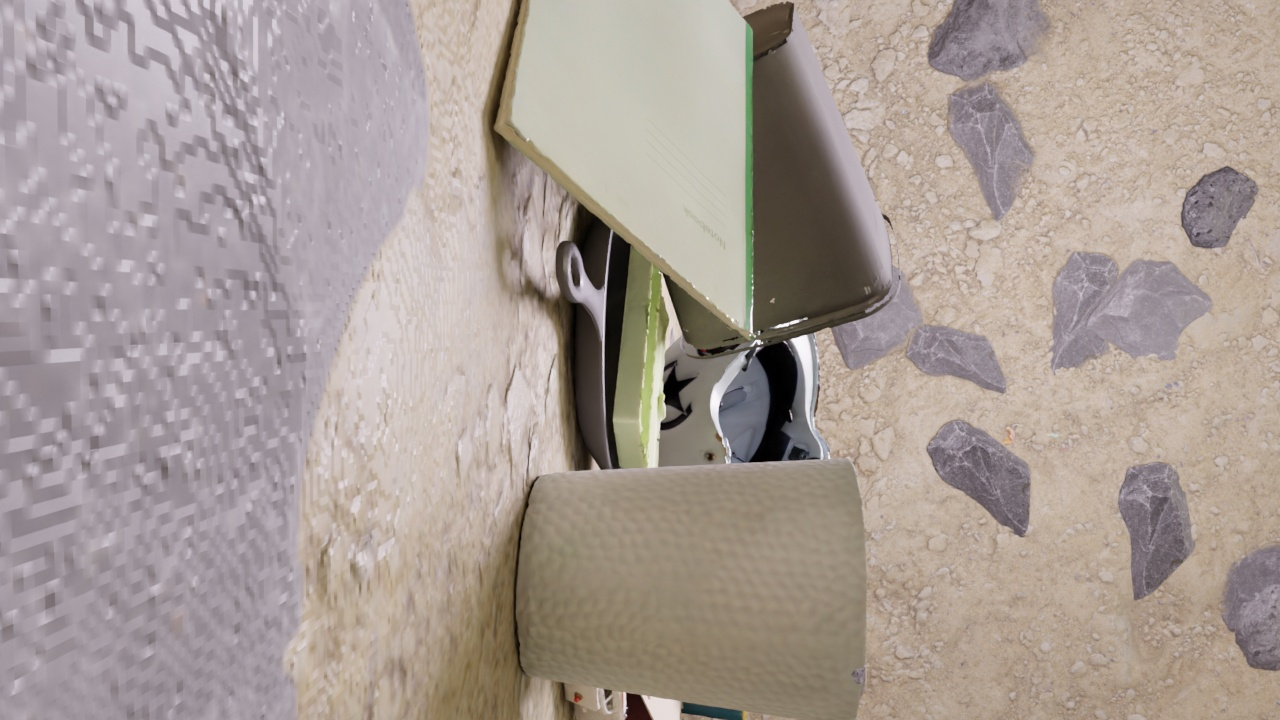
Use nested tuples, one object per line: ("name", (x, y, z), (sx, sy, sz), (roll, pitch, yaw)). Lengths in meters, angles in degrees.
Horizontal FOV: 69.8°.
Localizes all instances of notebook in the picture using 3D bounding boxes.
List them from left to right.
("notebook", (0.009, -0.156, 0.487), (0.182, 0.010, 0.252), (37, 45, -39))

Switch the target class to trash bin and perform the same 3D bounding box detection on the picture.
("trash bin", (0.026, 0.114, 0.476), (0.133, 0.161, 0.133), (4, 88, -85))
("trash bin", (0.091, -0.155, 0.775), (0.196, 0.198, 0.220), (-74, 143, -55))

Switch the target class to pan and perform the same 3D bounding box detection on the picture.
("pan", (-0.029, -0.024, 0.583), (0.354, 0.024, 0.216), (58, 34, -82))

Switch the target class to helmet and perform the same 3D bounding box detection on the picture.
("helmet", (0.083, 0.065, 0.958), (0.236, 0.164, 0.263), (50, 54, -45))

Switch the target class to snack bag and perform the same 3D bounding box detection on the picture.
("snack bag", (-0.006, 0.303, 0.694), (0.094, 0.070, 0.206), (-63, 154, -78))

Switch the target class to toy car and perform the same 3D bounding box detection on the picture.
("toy car", (-0.031, 0.206, 0.588), (0.038, 0.039, 0.113), (-49, 146, -48))

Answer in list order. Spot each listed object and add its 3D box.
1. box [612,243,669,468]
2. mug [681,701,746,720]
("box", (0.004, 0.003, 0.683), (0.137, 0.024, 0.186), (75, 16, -54))
("mug", (0.028, 0.259, 0.768), (0.078, 0.121, 0.078), (4, 88, -85))
